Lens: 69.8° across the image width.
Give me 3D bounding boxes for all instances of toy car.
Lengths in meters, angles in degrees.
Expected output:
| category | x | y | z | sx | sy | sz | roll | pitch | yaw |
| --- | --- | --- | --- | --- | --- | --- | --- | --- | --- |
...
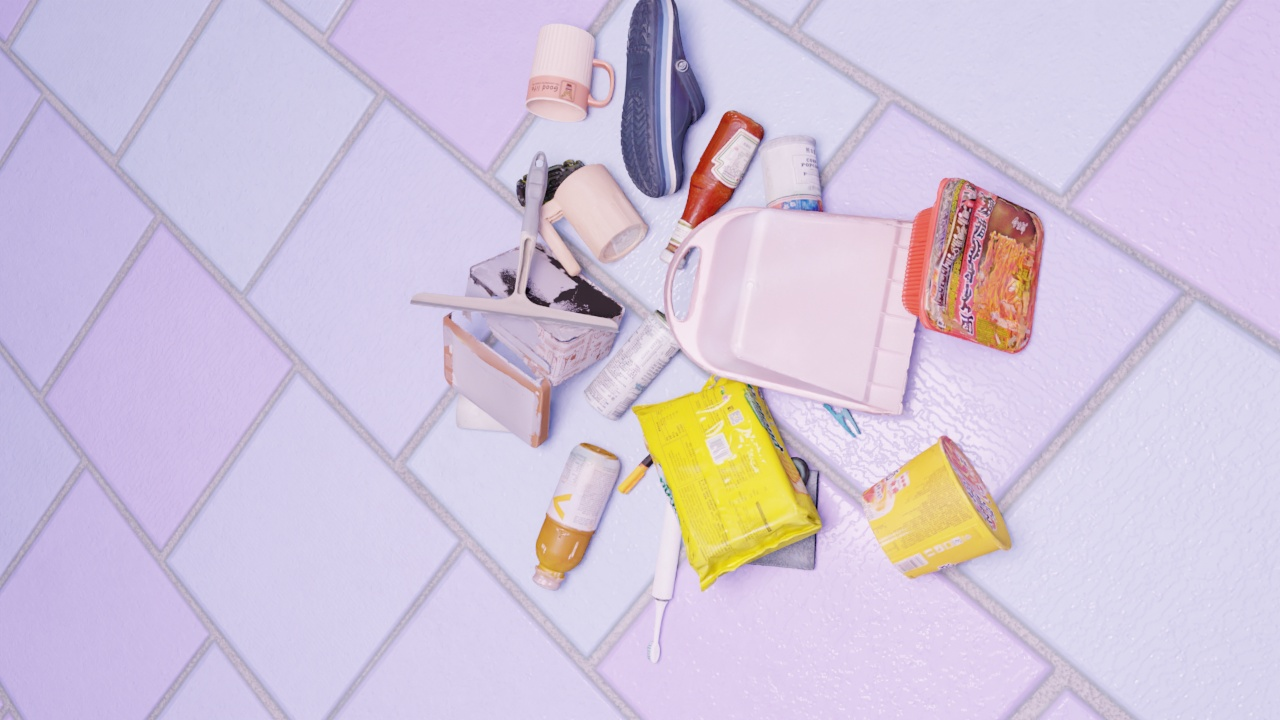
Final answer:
| category | x | y | z | sx | sy | sz | roll | pitch | yaw |
| --- | --- | --- | --- | --- | --- | --- | --- | --- | --- |
| toy car | -0.118 | -0.239 | 1.257 | 0.105 | 0.032 | 0.048 | -18 | 77 | 7 |

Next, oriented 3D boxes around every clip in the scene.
| category | x | y | z | sx | sy | sz | roll | pitch | yaw |
| --- | --- | --- | --- | --- | --- | --- | --- | --- | --- |
| clip | 0.242 | 0.068 | 1.092 | 0.050 | 0.015 | 0.056 | -38 | 71 | 11 |

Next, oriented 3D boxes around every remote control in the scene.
| category | x | y | z | sx | sy | sz | roll | pitch | yaw |
| --- | --- | --- | --- | --- | --- | --- | --- | --- | --- |
| remote control | -0.190 | 0.070 | 1.256 | 0.135 | 0.019 | 0.056 | 2 | 85 | 20 |

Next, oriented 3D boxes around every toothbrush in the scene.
| category | x | y | z | sx | sy | sz | roll | pitch | yaw |
| --- | --- | --- | --- | --- | --- | --- | --- | --- | --- |
| toothbrush | 0.032 | 0.266 | 1.145 | 0.026 | 0.026 | 0.221 | 4 | 85 | 60 |

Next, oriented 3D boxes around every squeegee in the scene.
| category | x | y | z | sx | sy | sz | roll | pitch | yaw |
| --- | --- | --- | --- | --- | --- | --- | --- | --- | --- |
| squeegee | -0.141 | -0.152 | 1.145 | 0.246 | 0.039 | 0.246 | 7 | 65 | -6 |

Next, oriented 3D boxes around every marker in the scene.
| category | x | y | z | sx | sy | sz | roll | pitch | yaw |
| --- | --- | --- | --- | --- | --- | --- | --- | --- | --- |
| marker | 0.016 | 0.125 | 1.171 | 0.124 | 0.018 | 0.015 | -48 | 70 | 9 |

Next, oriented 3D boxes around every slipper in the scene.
| category | x | y | z | sx | sy | sz | roll | pitch | yaw |
| --- | --- | --- | --- | --- | --- | --- | --- | --- | --- |
| slipper | 0.032 | -0.336 | 1.181 | 0.095 | 0.105 | 0.253 | -4 | 98 | -20 |

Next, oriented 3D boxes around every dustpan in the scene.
| category | x | y | z | sx | sy | sz | roll | pitch | yaw |
| --- | --- | --- | --- | --- | --- | --- | --- | --- | --- |
| dustpan | 0.175 | -0.072 | 1.061 | 0.273 | 0.139 | 0.222 | 15 | 86 | -13 |

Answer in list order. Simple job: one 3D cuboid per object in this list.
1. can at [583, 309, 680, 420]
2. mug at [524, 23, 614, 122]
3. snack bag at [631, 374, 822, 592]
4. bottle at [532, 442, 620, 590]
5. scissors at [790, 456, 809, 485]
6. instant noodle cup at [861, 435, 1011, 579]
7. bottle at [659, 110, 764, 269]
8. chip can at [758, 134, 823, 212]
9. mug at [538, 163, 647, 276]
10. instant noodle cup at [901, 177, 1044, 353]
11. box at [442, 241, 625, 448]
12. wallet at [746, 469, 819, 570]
| category | x | y | z | sx | sy | sz | roll | pitch | yaw |
| --- | --- | --- | --- | --- | --- | --- | --- | --- | --- |
| can | -0.007 | 0.007 | 1.172 | 0.058 | 0.058 | 0.147 | 44 | 100 | 20 |
| mug | -0.092 | -0.386 | 1.243 | 0.114 | 0.082 | 0.106 | 9 | 85 | -5 |
| snack bag | 0.096 | 0.126 | 1.072 | 0.158 | 0.068 | 0.246 | -27 | 61 | 7 |
| bottle | -0.087 | 0.201 | 1.176 | 0.068 | 0.068 | 0.189 | 23 | 93 | 22 |
| scissors | 0.122 | 0.130 | 1.109 | 0.179 | 0.019 | 0.170 | -3 | 66 | 18 |
| instant noodle cup | 0.316 | 0.166 | 0.995 | 0.110 | 0.137 | 0.138 | -34 | 73 | 24 |
| bottle | 0.085 | -0.212 | 1.162 | 0.060 | 0.059 | 0.206 | 32 | 99 | 21 |
| chip can | 0.189 | -0.157 | 1.107 | 0.071 | 0.071 | 0.214 | -8 | 82 | 20 |
| mug | -0.068 | -0.180 | 1.195 | 0.124 | 0.084 | 0.103 | -34 | 74 | -8 |
| instant noodle cup | 0.358 | -0.100 | 1.002 | 0.079 | 0.188 | 0.164 | 5 | 83 | 57 |
| box | -0.146 | -0.014 | 1.204 | 0.183 | 0.156 | 0.194 | 38 | 134 | 21 |
| wallet | 0.165 | 0.189 | 1.108 | 0.097 | 0.019 | 0.121 | 2 | 86 | 23 |
